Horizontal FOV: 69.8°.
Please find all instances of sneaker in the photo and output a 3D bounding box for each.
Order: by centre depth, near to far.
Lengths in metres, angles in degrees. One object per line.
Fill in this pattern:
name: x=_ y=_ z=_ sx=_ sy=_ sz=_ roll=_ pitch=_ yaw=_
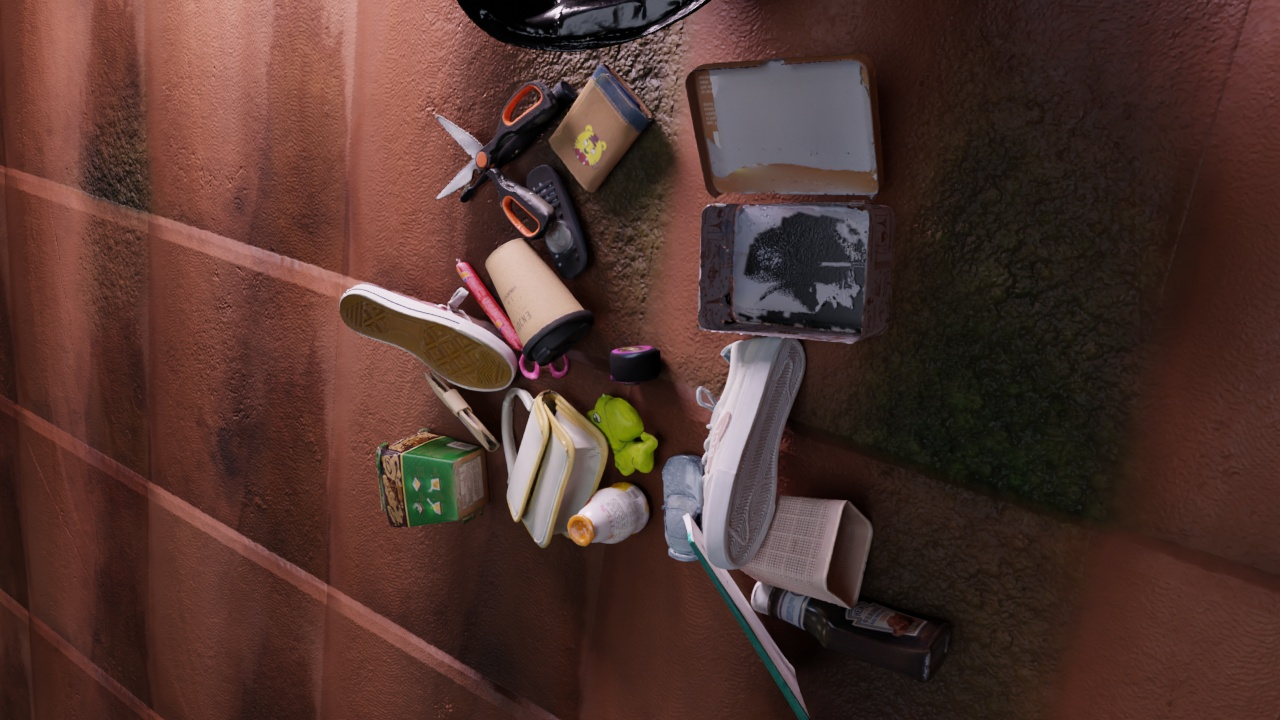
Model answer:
sneaker: x=0.090 y=0.084 z=0.914 sx=0.091 sy=0.089 sz=0.241 roll=0 pitch=64 yaw=41
sneaker: x=-0.259 y=-0.043 z=1.170 sx=0.241 sy=0.087 sz=0.118 roll=23 pitch=125 yaw=5

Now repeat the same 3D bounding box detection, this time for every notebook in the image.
notebook: x=0.106 y=0.257 z=0.936 sx=0.012 sy=0.150 sz=0.209 roll=-33 pitch=90 yaw=2

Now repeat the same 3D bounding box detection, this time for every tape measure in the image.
tape measure: x=-0.006 y=0.006 z=1.027 sx=0.057 sy=0.057 sz=0.039 roll=0 pitch=100 yaw=31

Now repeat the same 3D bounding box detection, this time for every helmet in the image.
helmet: x=-0.017 y=-0.441 z=0.834 sx=0.316 sy=0.247 sz=0.239 roll=-12 pitch=50 yaw=28

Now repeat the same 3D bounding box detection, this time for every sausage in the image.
sausage: x=-0.190 y=-0.069 z=1.157 sx=0.020 sy=0.020 sz=0.156 roll=-46 pitch=73 yaw=31

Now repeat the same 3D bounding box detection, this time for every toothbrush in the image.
toothbrush: x=-0.152 y=-0.254 z=1.094 sx=0.213 sy=0.026 sz=0.027 roll=-36 pitch=44 yaw=34

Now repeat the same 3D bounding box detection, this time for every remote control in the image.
remote control: x=-0.094 y=-0.162 z=1.072 sx=0.053 sy=0.024 sz=0.136 roll=-23 pitch=86 yaw=35

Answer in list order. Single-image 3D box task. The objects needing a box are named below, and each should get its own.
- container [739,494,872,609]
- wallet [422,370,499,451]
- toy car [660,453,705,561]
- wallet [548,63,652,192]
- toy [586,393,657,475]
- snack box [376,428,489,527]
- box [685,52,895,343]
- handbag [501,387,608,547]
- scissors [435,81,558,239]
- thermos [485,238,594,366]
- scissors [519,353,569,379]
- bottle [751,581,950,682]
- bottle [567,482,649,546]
container: x=0.159 y=0.186 z=0.920 sx=0.111 sy=0.090 sz=0.090 roll=4 pitch=66 yaw=36
wallet: x=-0.230 y=0.063 z=1.178 sx=0.024 sy=0.087 sz=0.115 roll=-42 pitch=70 yaw=-9
toy car: x=0.051 y=0.166 z=1.033 sx=0.054 sy=0.036 sz=0.120 roll=2 pitch=97 yaw=34
wallet: x=-0.047 y=-0.258 z=1.020 sx=0.090 sy=0.033 sz=0.116 roll=52 pitch=125 yaw=13
toy: x=-0.020 y=0.084 z=1.066 sx=0.097 sy=0.031 sz=0.100 roll=-12 pitch=95 yaw=41
snack box: x=-0.263 y=0.155 z=1.202 sx=0.106 sy=0.118 sz=0.117 roll=-1 pitch=99 yaw=21
box: x=0.141 y=-0.150 z=0.866 sx=0.179 sy=0.110 sz=0.259 roll=6 pitch=103 yaw=32
handbag: x=-0.129 y=0.118 z=1.121 sx=0.179 sy=0.063 sz=0.164 roll=41 pitch=124 yaw=36
scissors: x=-0.165 y=-0.234 z=1.080 sx=0.235 sy=0.021 sz=0.221 roll=-40 pitch=74 yaw=35
thermos: x=-0.120 y=-0.068 z=1.067 sx=0.093 sy=0.092 sz=0.143 roll=-42 pitch=74 yaw=32
scissors: x=-0.112 y=-0.043 z=1.114 sx=0.073 sy=0.017 sz=0.137 roll=7 pitch=98 yaw=22
bottle: x=0.205 y=0.263 z=0.923 sx=0.195 sy=0.079 sz=0.044 roll=10 pitch=105 yaw=35
bottle: x=-0.038 y=0.179 z=1.049 sx=0.063 sy=0.108 sz=0.063 roll=6 pitch=101 yaw=32
